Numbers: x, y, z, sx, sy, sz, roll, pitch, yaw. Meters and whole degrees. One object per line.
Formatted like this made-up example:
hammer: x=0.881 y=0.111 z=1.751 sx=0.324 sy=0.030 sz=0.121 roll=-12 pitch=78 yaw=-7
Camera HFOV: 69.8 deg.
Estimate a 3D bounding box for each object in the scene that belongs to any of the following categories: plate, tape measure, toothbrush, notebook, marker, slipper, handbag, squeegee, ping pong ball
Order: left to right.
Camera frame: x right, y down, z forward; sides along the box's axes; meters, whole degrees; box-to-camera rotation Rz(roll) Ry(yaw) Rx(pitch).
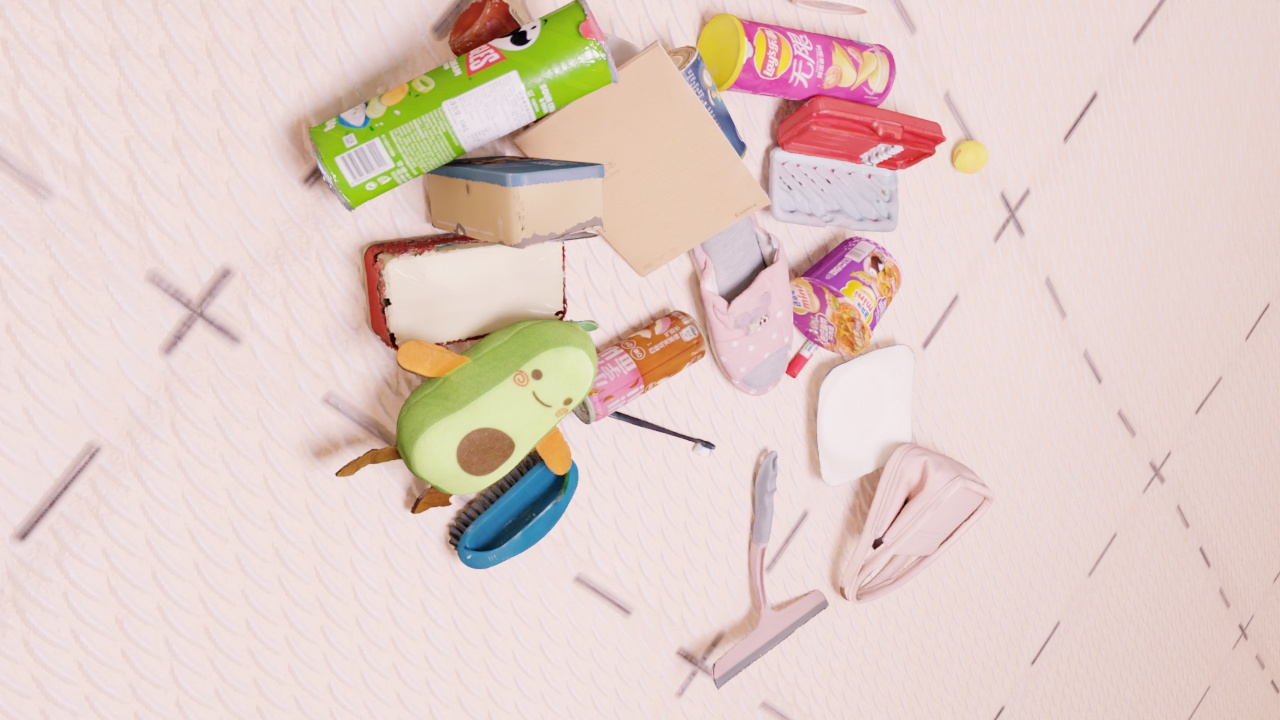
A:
tape measure: x=-0.031 y=-0.263 z=0.811 sx=0.065 sy=0.066 sz=0.033 roll=14 pitch=92 yaw=-36
notebook: x=0.008 y=-0.171 z=0.834 sx=0.150 sy=0.012 sz=0.211 roll=-29 pitch=137 yaw=18
toothbrush: x=0.014 y=0.074 z=0.981 sx=0.181 sy=0.015 sz=0.018 roll=23 pitch=100 yaw=-37
slipper: x=0.110 y=-0.079 z=0.971 sx=0.114 sy=0.054 sz=0.274 roll=-32 pitch=120 yaw=-22
squeegee: x=0.150 y=0.225 z=1.106 sx=0.247 sy=0.040 sz=0.250 roll=-15 pitch=108 yaw=-46
marker: x=0.219 y=-0.038 z=1.080 sx=0.145 sy=0.017 sz=0.017 roll=-50 pitch=125 yaw=-10
plate: x=0.272 y=0.064 z=1.136 sx=0.163 sy=0.034 sz=0.164 roll=-16 pitch=114 yaw=-29
handbag: x=0.346 y=0.228 z=1.201 sx=0.193 sy=0.093 sz=0.234 roll=19 pitch=107 yaw=-51
ping pong ball: x=0.403 y=-0.248 z=1.118 sx=0.040 sy=0.040 sz=0.040 roll=-11 pitch=111 yaw=-31

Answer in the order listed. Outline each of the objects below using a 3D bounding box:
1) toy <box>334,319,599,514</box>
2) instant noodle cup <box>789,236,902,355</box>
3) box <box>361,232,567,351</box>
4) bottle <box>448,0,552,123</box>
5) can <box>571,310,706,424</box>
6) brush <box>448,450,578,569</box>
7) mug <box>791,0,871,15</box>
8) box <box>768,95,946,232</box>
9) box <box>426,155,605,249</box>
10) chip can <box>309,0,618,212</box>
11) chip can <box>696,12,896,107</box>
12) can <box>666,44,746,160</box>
toy: x=-0.134 y=0.048 z=0.794 sx=0.247 sy=0.090 sz=0.227 roll=-41 pitch=139 yaw=5
instant noodle cup: x=0.232 y=-0.077 z=1.026 sx=0.099 sy=0.112 sz=0.111 roll=-45 pitch=125 yaw=-25
box: x=-0.146 y=-0.065 z=0.792 sx=0.168 sy=0.076 sz=0.091 roll=-12 pitch=112 yaw=-31
bottle: x=-0.073 y=-0.227 z=0.800 sx=0.206 sy=0.060 sz=0.059 roll=36 pitch=84 yaw=-36
can: x=-0.005 y=0.005 z=0.919 sx=0.147 sy=0.058 sz=0.058 roll=-31 pitch=120 yaw=-22
brush: x=-0.115 y=0.147 z=0.883 sx=0.143 sy=0.073 sz=0.055 roll=-42 pitch=131 yaw=-15
mug: x=0.183 y=-0.406 z=0.905 sx=0.114 sy=0.081 sz=0.106 roll=6 pitch=104 yaw=-7
box: x=0.234 y=-0.203 z=0.991 sx=0.201 sy=0.119 sz=0.098 roll=0 pitch=73 yaw=-34
box: x=-0.100 y=-0.131 z=0.736 sx=0.089 sy=0.184 sz=0.061 roll=-15 pitch=109 yaw=-35
chip can: x=-0.136 y=-0.198 z=0.712 sx=0.236 sy=0.072 sz=0.072 roll=-26 pitch=120 yaw=-1
chip can: x=0.160 y=-0.297 z=0.923 sx=0.210 sy=0.071 sz=0.071 roll=-4 pitch=107 yaw=-33
can: x=0.044 y=-0.230 z=0.865 sx=0.075 sy=0.075 sz=0.111 roll=-44 pitch=123 yaw=-15
